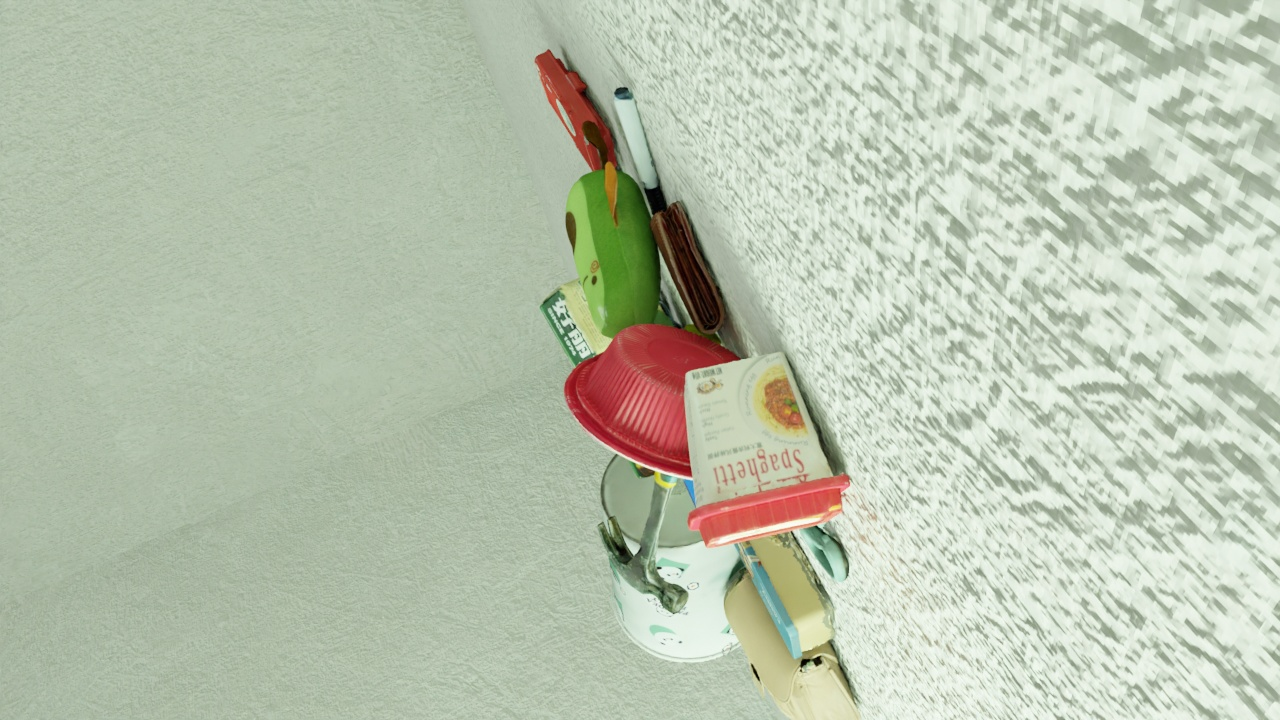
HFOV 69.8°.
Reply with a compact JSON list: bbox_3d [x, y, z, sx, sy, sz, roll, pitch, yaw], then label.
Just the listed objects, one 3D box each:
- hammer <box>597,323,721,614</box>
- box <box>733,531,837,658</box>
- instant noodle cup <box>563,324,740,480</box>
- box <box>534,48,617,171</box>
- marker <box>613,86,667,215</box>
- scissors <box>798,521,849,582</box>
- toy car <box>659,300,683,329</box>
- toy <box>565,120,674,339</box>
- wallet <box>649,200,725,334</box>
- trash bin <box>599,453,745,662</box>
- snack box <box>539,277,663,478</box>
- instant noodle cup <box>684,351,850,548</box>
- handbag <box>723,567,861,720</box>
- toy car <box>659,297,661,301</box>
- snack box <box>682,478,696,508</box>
[{"bbox_3d":[0.027,0.112,0.981,0.126,0.031,0.324,29,120,32],"label":"hammer"},{"bbox_3d":[0.154,0.236,1.004,0.090,0.059,0.184,70,176,-50],"label":"box"},{"bbox_3d":[0.031,0.025,0.812,0.193,0.193,0.066,-120,42,-55],"label":"instant noodle cup"},{"bbox_3d":[-0.067,-0.270,1.108,0.158,0.038,0.201,70,173,-47],"label":"box"},{"bbox_3d":[0.000,-0.192,0.850,0.022,0.018,0.131,-104,-5,-52],"label":"marker"},{"bbox_3d":[0.140,0.121,0.835,0.180,0.019,0.139,-121,8,-68],"label":"scissors"},{"bbox_3d":[0.038,-0.032,1.128,0.043,0.034,0.090,-122,8,-81],"label":"toy car"},{"bbox_3d":[-0.028,-0.120,0.941,0.227,0.090,0.246,85,173,-55],"label":"toy"},{"bbox_3d":[0.044,-0.081,0.849,0.101,0.032,0.124,-142,29,-87],"label":"wallet"},{"bbox_3d":[0.056,0.237,1.214,0.252,0.229,0.229,79,168,-47],"label":"trash bin"},{"bbox_3d":[-0.006,0.006,1.068,0.240,0.114,0.063,60,145,-1],"label":"snack box"},{"bbox_3d":[0.083,0.067,0.688,0.117,0.116,0.124,83,174,-75],"label":"instant noodle cup"},{"bbox_3d":[0.172,0.345,1.087,0.148,0.099,0.204,64,174,-35],"label":"handbag"},{"bbox_3d":[0.021,-0.057,1.213,0.106,0.031,0.049,75,173,-56],"label":"toy car"},{"bbox_3d":[0.077,0.095,1.007,0.026,0.084,0.157,100,146,-82],"label":"snack box"}]
